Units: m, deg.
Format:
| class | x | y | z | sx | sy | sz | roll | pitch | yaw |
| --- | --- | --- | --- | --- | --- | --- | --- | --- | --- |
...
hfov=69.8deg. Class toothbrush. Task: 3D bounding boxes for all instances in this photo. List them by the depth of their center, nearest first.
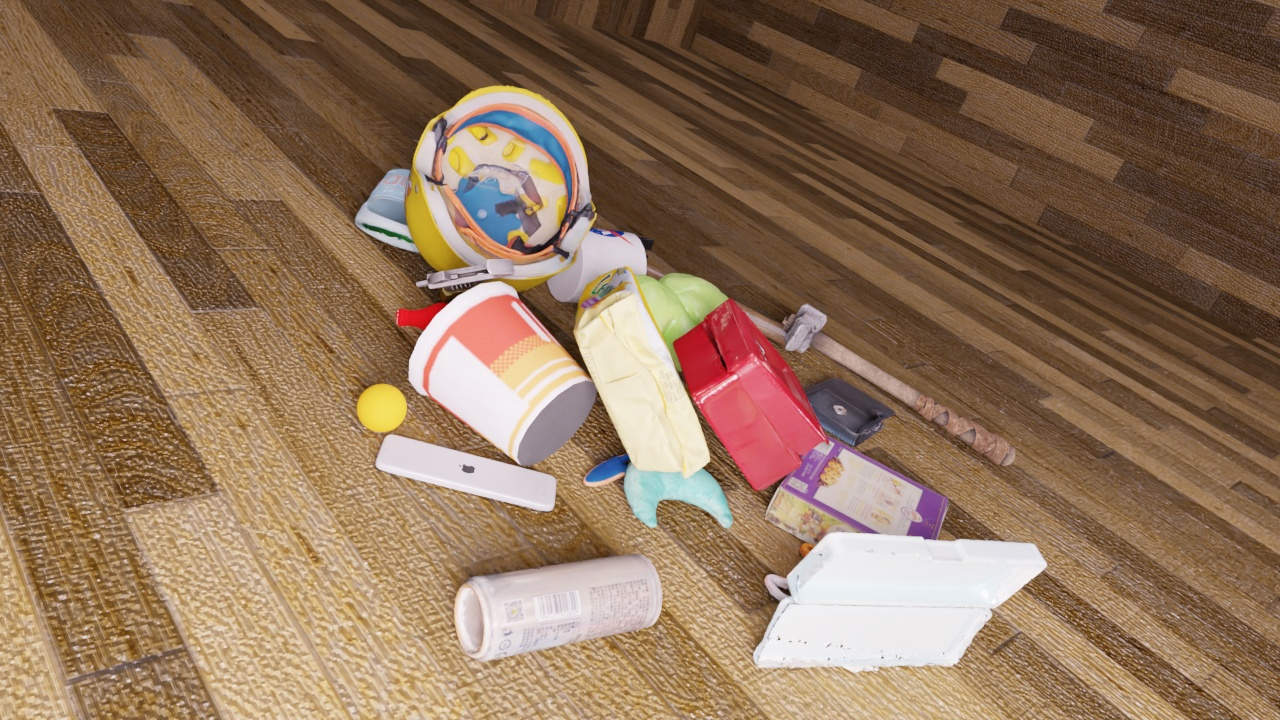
| class | x | y | z | sx | sy | sz | roll | pitch | yaw |
| --- | --- | --- | --- | --- | --- | --- | --- | --- | --- |
| toothbrush | -0.005 | 0.092 | 0.840 | 0.021 | 0.017 | 0.134 | 34 | 28 | 29 |

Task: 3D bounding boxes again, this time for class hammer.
| class | x | y | z | sx | sy | sz | roll | pitch | yaw |
| --- | --- | --- | --- | --- | --- | --- | --- | --- | --- |
| hammer | 0.311 | 0.034 | 1.118 | 0.319 | 0.049 | 0.121 | 32 | 18 | 4 |
| hammer | 0.082 | -0.087 | 1.230 | 0.305 | 0.040 | 0.132 | 26 | 27 | 7 |

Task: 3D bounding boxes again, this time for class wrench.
| class | x | y | z | sx | sy | sz | roll | pitch | yaw |
| --- | --- | --- | --- | --- | --- | --- | --- | --- | --- |
| wrench | -0.172 | -0.073 | 0.885 | 0.083 | 0.018 | 0.273 | -10 | 2 | -12 |

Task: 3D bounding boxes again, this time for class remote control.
| class | x | y | z | sx | sy | sz | roll | pitch | yaw |
| --- | --- | --- | --- | --- | --- | --- | --- | --- | --- |
| remote control | -0.140 | 0.092 | 0.750 | 0.146 | 0.008 | 0.045 | 16 | 26 | -10 |

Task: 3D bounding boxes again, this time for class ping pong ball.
| class | x | y | z | sx | sy | sz | roll | pitch | yaw |
| --- | --- | --- | --- | --- | --- | --- | --- | --- | --- |
| ping pong ball | -0.215 | 0.039 | 0.762 | 0.040 | 0.040 | 0.040 | 16 | 26 | -8 |

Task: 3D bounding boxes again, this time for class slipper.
| class | x | y | z | sx | sy | sz | roll | pitch | yaw |
| --- | --- | --- | --- | --- | --- | --- | --- | --- | --- |
| slipper | -0.280 | -0.202 | 1.148 | 0.104 | 0.074 | 0.245 | 18 | 25 | -4 |

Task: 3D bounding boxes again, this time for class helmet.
| class | x | y | z | sx | sy | sz | roll | pitch | yaw |
| --- | --- | --- | --- | --- | --- | --- | --- | --- | --- |
| helmet | -0.170 | -0.180 | 1.047 | 0.209 | 0.140 | 0.239 | 27 | 56 | -22 |

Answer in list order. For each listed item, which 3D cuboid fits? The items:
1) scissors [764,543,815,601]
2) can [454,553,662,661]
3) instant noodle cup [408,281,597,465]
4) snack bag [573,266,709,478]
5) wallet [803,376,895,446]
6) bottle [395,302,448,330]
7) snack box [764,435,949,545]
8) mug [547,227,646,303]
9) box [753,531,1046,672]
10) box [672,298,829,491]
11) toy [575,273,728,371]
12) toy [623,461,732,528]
| class | x | y | z | sx | sy | sz | roll | pitch | yaw |
| --- | --- | --- | --- | --- | --- | --- | --- | --- | --- |
| scissors | 0.157 | 0.196 | 0.762 | 0.128 | 0.011 | 0.125 | 4 | 29 | -28 |
| can | -0.054 | 0.165 | 0.620 | 0.135 | 0.054 | 0.054 | 0 | 33 | -36 |
| instant noodle cup | -0.114 | 0.017 | 0.800 | 0.121 | 0.124 | 0.123 | 40 | 31 | 20 |
| snack bag | -0.005 | 0.005 | 0.826 | 0.068 | 0.159 | 0.247 | -26 | 11 | 3 |
| wallet | 0.234 | 0.059 | 1.066 | 0.089 | 0.026 | 0.114 | 35 | 28 | 26 |
| bottle | -0.190 | -0.040 | 0.940 | 0.118 | 0.036 | 0.036 | 3 | 31 | -31 |
| snack box | 0.209 | 0.140 | 0.873 | 0.148 | 0.041 | 0.143 | 28 | 27 | 15 |
| mug | -0.063 | -0.114 | 1.131 | 0.090 | 0.091 | 0.121 | 1 | -3 | -35 |
| box | 0.189 | 0.178 | 0.676 | 0.196 | 0.135 | 0.040 | 8 | 39 | -24 |
| box | 0.100 | 0.030 | 0.881 | 0.129 | 0.093 | 0.157 | 53 | 12 | -20 |
| toy | 0.037 | -0.049 | 1.055 | 0.196 | 0.107 | 0.150 | -13 | 41 | -34 |
| toy | 0.027 | 0.114 | 0.805 | 0.105 | 0.033 | 0.085 | 4 | 39 | -36 |
